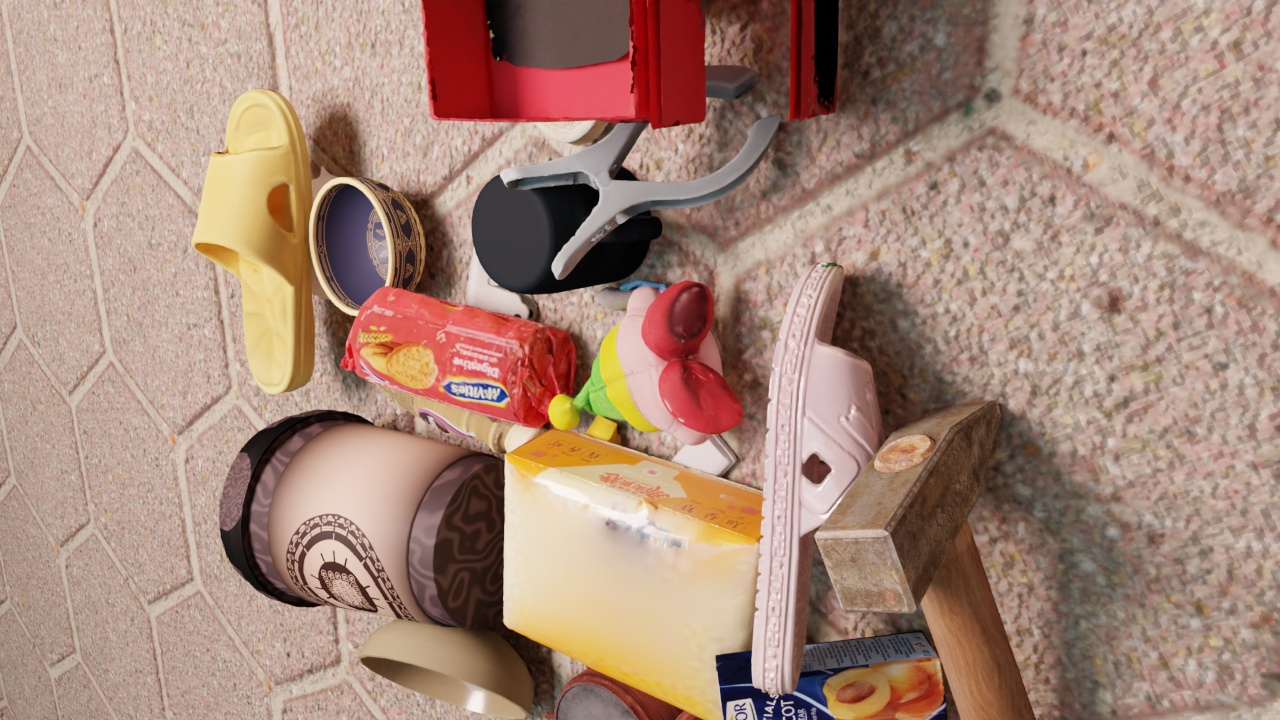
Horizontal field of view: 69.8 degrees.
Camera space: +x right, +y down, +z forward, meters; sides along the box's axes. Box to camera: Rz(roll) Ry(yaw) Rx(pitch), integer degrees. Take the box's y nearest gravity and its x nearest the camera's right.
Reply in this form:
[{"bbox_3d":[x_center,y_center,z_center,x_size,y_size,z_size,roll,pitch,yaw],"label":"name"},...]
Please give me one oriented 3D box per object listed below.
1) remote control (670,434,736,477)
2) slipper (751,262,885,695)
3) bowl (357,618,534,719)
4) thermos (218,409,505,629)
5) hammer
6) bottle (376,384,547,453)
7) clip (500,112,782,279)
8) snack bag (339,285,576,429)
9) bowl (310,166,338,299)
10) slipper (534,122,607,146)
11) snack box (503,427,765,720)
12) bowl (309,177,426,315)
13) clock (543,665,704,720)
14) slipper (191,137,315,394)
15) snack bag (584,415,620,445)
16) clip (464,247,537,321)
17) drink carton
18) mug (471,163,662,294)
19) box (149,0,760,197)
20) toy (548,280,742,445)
[{"bbox_3d":[0.020,0.097,0.653,0.033,0.012,0.131,50,127,18],"label":"remote control"},{"bbox_3d":[0.104,0.064,0.501,0.064,0.094,0.239,6,87,17],"label":"slipper"},{"bbox_3d":[-0.158,0.255,0.782,0.152,0.050,0.152,14,149,8],"label":"bowl"},{"bbox_3d":[-0.207,0.133,0.756,0.227,0.172,0.173,4,104,32],"label":"thermos"},{"bbox_3d":[0.187,0.175,0.480,0.037,0.157,0.301,-11,107,40],"label":"hammer"},{"bbox_3d":[-0.142,0.034,0.740,0.166,0.059,0.060,27,117,30],"label":"bottle"},{"bbox_3d":[-0.004,-0.132,0.542,0.163,0.028,0.112,-31,83,-2],"label":"clip"},{"bbox_3d":[-0.132,-0.005,0.682,0.176,0.082,0.082,14,111,13],"label":"snack bag"},{"bbox_3d":[-0.295,-0.109,0.834,0.115,0.050,0.115,11,108,37],"label":"bowl"},{"bbox_3d":[-0.004,-0.243,0.559,0.115,0.052,0.264,53,127,17],"label":"slipper"},{"bbox_3d":[-0.005,0.144,0.624,0.195,0.080,0.145,15,113,29],"label":"snack box"},{"bbox_3d":[-0.218,-0.097,0.766,0.113,0.061,0.112,11,108,37],"label":"bowl"},{"bbox_3d":[0.006,0.277,0.672,0.158,0.072,0.121,36,122,28],"label":"clock"},{"bbox_3d":[-0.336,-0.096,0.786,0.100,0.078,0.263,12,109,39],"label":"slipper"},{"bbox_3d":[-0.031,0.090,0.689,0.026,0.020,0.099,19,113,33],"label":"snack bag"},{"bbox_3d":[-0.114,-0.043,0.713,0.056,0.056,0.102,49,132,50],"label":"clip"},{"bbox_3d":[0.110,0.202,0.543,0.130,0.040,0.064,-7,97,3],"label":"drink carton"},{"bbox_3d":[-0.040,-0.087,0.601,0.122,0.094,0.085,8,107,38],"label":"mug"},{"bbox_3d":[-0.069,-0.182,0.325,0.198,0.350,0.217,8,110,28],"label":"box"},{"bbox_3d":[-0.004,0.004,0.604,0.132,0.096,0.124,-28,79,64],"label":"toy"}]
